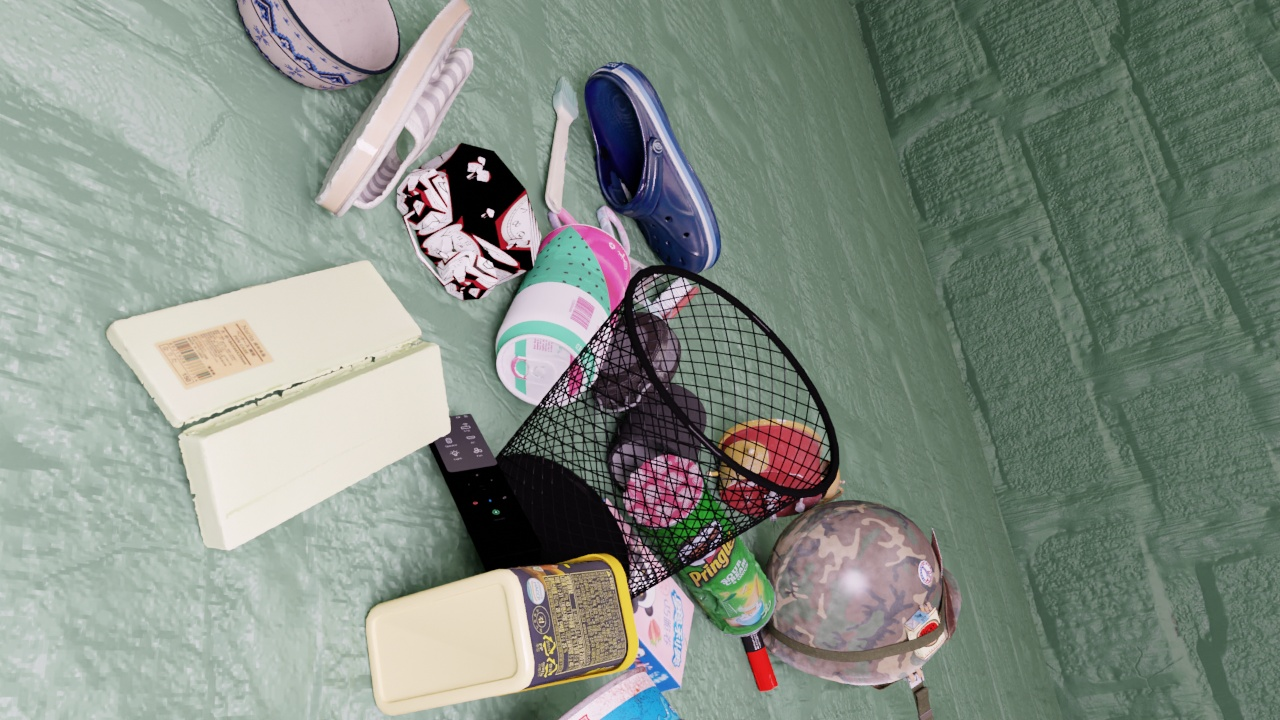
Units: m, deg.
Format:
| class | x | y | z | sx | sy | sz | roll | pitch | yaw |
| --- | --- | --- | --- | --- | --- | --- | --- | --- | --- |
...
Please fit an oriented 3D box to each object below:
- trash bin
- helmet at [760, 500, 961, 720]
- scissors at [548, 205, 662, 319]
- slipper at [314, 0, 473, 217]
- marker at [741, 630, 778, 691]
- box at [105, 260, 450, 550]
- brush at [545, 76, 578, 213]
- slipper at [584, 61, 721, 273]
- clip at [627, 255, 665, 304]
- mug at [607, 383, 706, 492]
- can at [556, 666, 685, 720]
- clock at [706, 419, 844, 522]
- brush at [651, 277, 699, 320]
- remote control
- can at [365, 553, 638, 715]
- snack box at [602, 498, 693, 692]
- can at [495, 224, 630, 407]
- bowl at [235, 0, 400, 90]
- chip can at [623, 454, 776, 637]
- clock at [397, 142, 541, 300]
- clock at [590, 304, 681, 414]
| class | x | y | z | sx | sy | sz | roll | pitch | yaw |
| --- | --- | --- | --- | --- | --- | --- | --- | --- | --- |
| trash bin | -0.003 | 0.072 | 0.645 | 0.184 | 0.211 | 0.183 | 32 | 33 | -24 |
| helmet | 0.238 | 0.266 | 0.990 | 0.224 | 0.193 | 0.236 | -6 | 106 | -24 |
| scissors | -0.027 | -0.108 | 0.957 | 0.170 | 0.014 | 0.167 | 45 | 28 | -18 |
| slipper | -0.170 | -0.195 | 0.686 | 0.054 | 0.115 | 0.271 | 31 | 38 | -21 |
| marker | 0.111 | 0.273 | 0.963 | 0.023 | 0.021 | 0.145 | 49 | 22 | -85 |
| box | -0.195 | 0.014 | 0.543 | 0.187 | 0.048 | 0.140 | -27 | 93 | -57 |
| brush | -0.083 | -0.226 | 0.957 | 0.033 | 0.012 | 0.217 | 45 | 33 | -38 |
| slipper | -0.002 | -0.199 | 1.017 | 0.095 | 0.105 | 0.253 | -42 | 116 | -35 |
| clip | -0.004 | -0.085 | 0.941 | 0.101 | 0.041 | 0.054 | 23 | 24 | -49 |
| mug | 0.019 | 0.091 | 0.874 | 0.087 | 0.078 | 0.114 | -69 | 158 | -53 |
| can | -0.035 | 0.254 | 0.580 | 0.044 | 0.130 | 0.129 | 49 | 20 | 22 |
| clock | 0.158 | 0.137 | 1.032 | 0.158 | 0.117 | 0.081 | 26 | 50 | -27 |
| brush | 0.022 | -0.053 | 1.017 | 0.030 | 0.041 | 0.171 | 47 | 32 | -4 |
| remote control | -0.106 | 0.081 | 0.601 | 0.034 | 0.013 | 0.150 | -7 | 33 | -26 |
| can | -0.085 | 0.166 | 0.557 | 0.101 | 0.131 | 0.072 | 13 | 60 | -56 |
| snack box | -0.009 | 0.200 | 0.779 | 0.154 | 0.033 | 0.087 | 55 | 30 | -26 |
| can | -0.064 | -0.042 | 0.786 | 0.088 | 0.088 | 0.165 | 54 | 31 | -28 |
| bowl | -0.233 | -0.243 | 0.647 | 0.115 | 0.059 | 0.115 | 41 | 38 | -43 |
| chip can | 0.060 | 0.176 | 0.840 | 0.223 | 0.075 | 0.075 | 59 | 27 | -43 |
| clock | -0.133 | -0.111 | 0.732 | 0.115 | 0.065 | 0.154 | 61 | 27 | -15 |
| clock | -0.005 | 0.005 | 0.859 | 0.044 | 0.091 | 0.122 | 44 | 40 | -40 |
